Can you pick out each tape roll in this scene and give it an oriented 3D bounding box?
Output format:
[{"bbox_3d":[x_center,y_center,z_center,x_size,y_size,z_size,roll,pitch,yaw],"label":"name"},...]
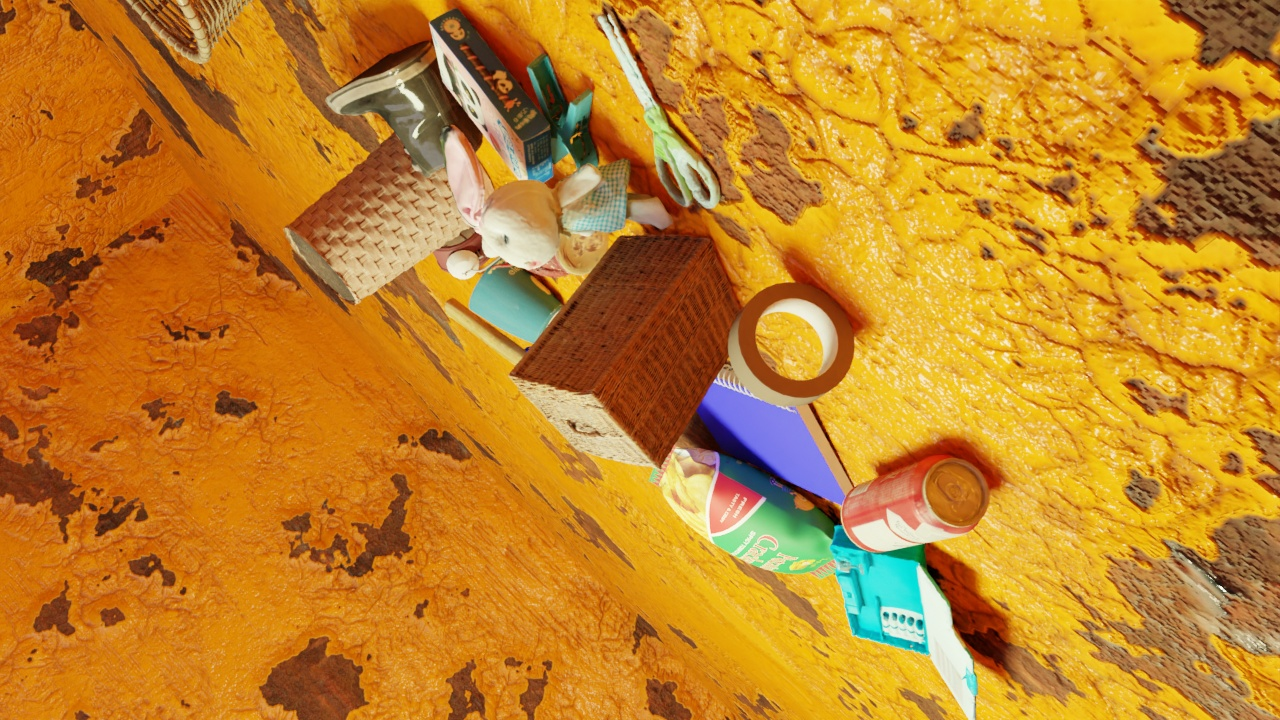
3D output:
[{"bbox_3d":[0.117,-0.012,0.717,0.093,0.093,0.030,45,162,5],"label":"tape roll"}]

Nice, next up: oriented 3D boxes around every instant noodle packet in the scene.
[{"bbox_3d":[0.128,0.184,1.095,0.253,0.090,0.196,29,160,6],"label":"instant noodle packet"}]

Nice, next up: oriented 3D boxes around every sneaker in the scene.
[{"bbox_3d":[-0.260,-0.270,1.009,0.235,0.095,0.120,9,138,50],"label":"sneaker"}]

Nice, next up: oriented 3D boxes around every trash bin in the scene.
[{"bbox_3d":[-0.297,-0.175,1.093,0.151,0.209,0.151,40,161,17],"label":"trash bin"}]

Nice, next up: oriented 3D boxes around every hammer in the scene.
[{"bbox_3d":[-0.165,-0.002,1.264,0.330,0.033,0.132,34,159,34],"label":"hammer"}]

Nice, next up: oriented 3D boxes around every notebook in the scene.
[{"bbox_3d":[0.124,0.068,0.986,0.209,0.022,0.171,21,151,52],"label":"notebook"}]

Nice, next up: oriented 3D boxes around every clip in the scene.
[{"bbox_3d":[-0.055,-0.199,0.810,0.113,0.028,0.127,48,163,12],"label":"clip"}]

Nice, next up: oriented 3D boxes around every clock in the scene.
[{"bbox_3d":[-0.225,-0.151,1.182,0.124,0.087,0.044,36,159,38],"label":"clock"}]

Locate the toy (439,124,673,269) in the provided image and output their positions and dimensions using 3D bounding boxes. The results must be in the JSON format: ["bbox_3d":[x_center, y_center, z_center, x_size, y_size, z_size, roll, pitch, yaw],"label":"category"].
[{"bbox_3d":[-0.075,-0.124,0.806,0.205,0.105,0.131,6,163,-1],"label":"toy"}]

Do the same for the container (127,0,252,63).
[{"bbox_3d":[-0.382,-0.413,0.800,0.227,0.195,0.227,40,161,17],"label":"container"}]

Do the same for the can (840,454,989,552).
[{"bbox_3d":[0.234,0.127,0.797,0.067,0.067,0.170,44,161,5],"label":"can"}]

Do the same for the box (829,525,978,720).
[{"bbox_3d":[0.292,0.270,0.972,0.181,0.073,0.227,31,156,38],"label":"box"}]

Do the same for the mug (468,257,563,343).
[{"bbox_3d":[-0.156,-0.075,1.222,0.104,0.084,0.112,33,-171,8],"label":"mug"}]

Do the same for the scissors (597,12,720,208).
[{"bbox_3d":[0.008,-0.190,0.712,0.072,0.033,0.175,23,147,55],"label":"scissors"}]

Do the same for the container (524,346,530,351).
[{"bbox_3d":[-0.105,0.000,1.278,0.096,0.058,0.114,51,161,-15],"label":"container"}]

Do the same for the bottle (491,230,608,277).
[{"bbox_3d":[-0.099,-0.128,0.945,0.111,0.098,0.099,18,147,47],"label":"bottle"}]

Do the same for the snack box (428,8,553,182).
[{"bbox_3d":[-0.136,-0.239,0.848,0.154,0.033,0.088,52,166,14],"label":"snack box"}]

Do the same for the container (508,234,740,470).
[{"bbox_3d":[-0.003,-0.010,0.821,0.114,0.198,0.113,9,145,44],"label":"container"}]
